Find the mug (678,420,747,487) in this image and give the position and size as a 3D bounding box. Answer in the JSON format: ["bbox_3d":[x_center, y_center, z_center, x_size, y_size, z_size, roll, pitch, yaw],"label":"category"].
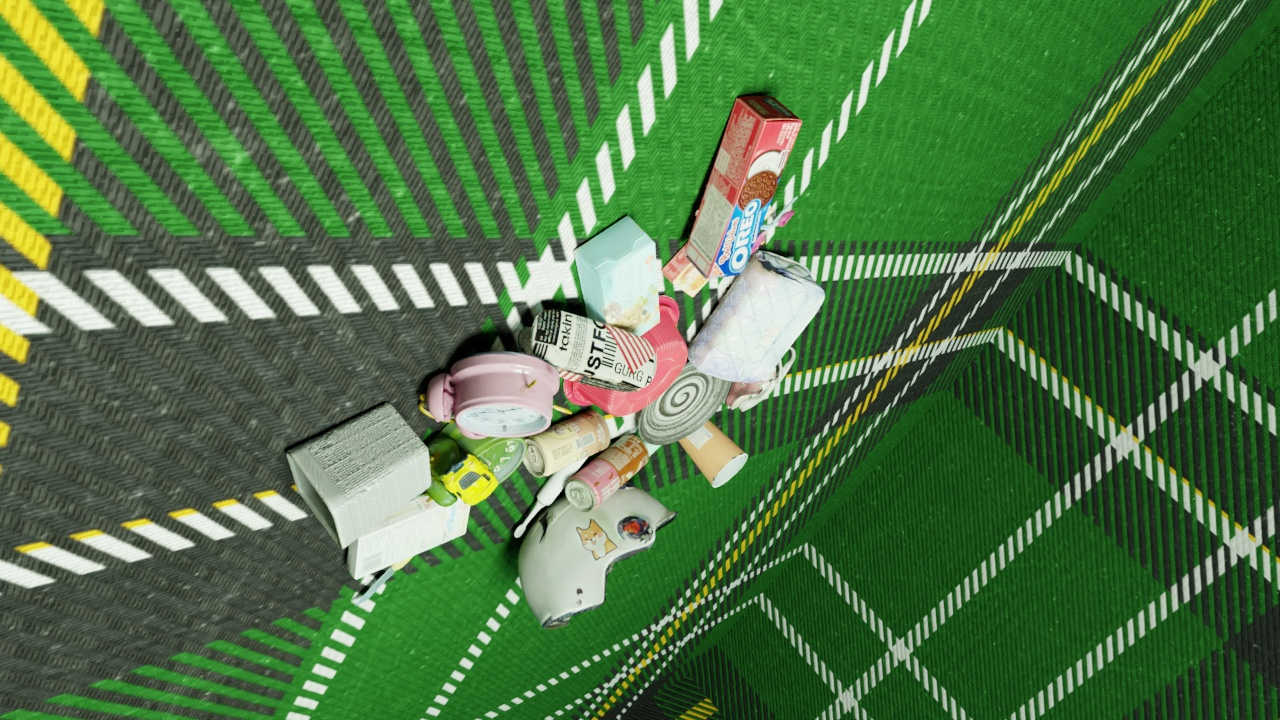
[{"bbox_3d":[0.110,0.142,1.537,0.078,0.123,0.078,-35,156,-19],"label":"mug"}]

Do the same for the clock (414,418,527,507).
[{"bbox_3d":[-0.206,0.116,1.093,0.160,0.056,0.116,-26,151,-31],"label":"clock"}]

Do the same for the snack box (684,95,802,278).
[{"bbox_3d":[0.111,-0.190,1.032,0.057,0.058,0.208,-11,137,-32],"label":"snack box"}]

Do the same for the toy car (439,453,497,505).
[{"bbox_3d":[-0.191,0.140,1.046,0.048,0.032,0.105,-39,157,-8],"label":"toy car"}]

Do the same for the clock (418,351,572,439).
[{"bbox_3d":[-0.163,0.043,0.987,0.159,0.059,0.117,-9,155,19],"label":"clock"}]

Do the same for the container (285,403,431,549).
[{"bbox_3d":[-0.282,0.113,0.936,0.114,0.090,0.090,-33,155,-29],"label":"container"}]

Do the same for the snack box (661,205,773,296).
[{"bbox_3d":[0.097,-0.150,1.147,0.153,0.025,0.075,-46,156,9],"label":"snack box"}]

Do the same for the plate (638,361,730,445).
[{"bbox_3d":[0.067,0.060,1.435,0.179,0.024,0.180,-25,141,-22],"label":"plate"}]

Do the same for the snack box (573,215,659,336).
[{"bbox_3d":[-0.023,-0.082,1.045,0.074,0.051,0.175,-35,156,-14],"label":"snack box"}]

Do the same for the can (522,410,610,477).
[{"bbox_3d":[-0.100,0.112,1.244,0.116,0.058,0.059,-22,149,-38],"label":"can"}]

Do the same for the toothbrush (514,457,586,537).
[{"bbox_3d":[-0.128,0.187,1.366,0.221,0.027,0.026,-53,177,22],"label":"toothbrush"}]

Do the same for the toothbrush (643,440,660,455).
[{"bbox_3d":[0.024,0.133,1.508,0.224,0.026,0.027,-44,-174,2],"label":"toothbrush"}]

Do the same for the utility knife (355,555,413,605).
[{"bbox_3d":[-0.301,0.250,1.218,0.220,0.022,0.031,-51,155,3],"label":"utility knife"}]

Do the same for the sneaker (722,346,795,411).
[{"bbox_3d":[0.191,0.009,1.481,0.118,0.088,0.242,-28,152,-30],"label":"sneaker"}]

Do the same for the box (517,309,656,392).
[{"bbox_3d":[-0.065,-0.001,1.040,0.163,0.075,0.083,16,159,-34],"label":"box"}]

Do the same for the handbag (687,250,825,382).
[{"bbox_3d":[0.168,-0.058,1.323,0.134,0.075,0.194,15,122,-31],"label":"handbag"}]

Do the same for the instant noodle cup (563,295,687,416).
[{"bbox_3d":[-0.007,0.007,1.204,0.193,0.066,0.194,-33,154,-18],"label":"instant noodle cup"}]

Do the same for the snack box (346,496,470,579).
[{"bbox_3d":[-0.288,0.211,1.148,0.156,0.027,0.085,-20,143,-37],"label":"snack box"}]

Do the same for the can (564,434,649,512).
[{"bbox_3d":[-0.048,0.168,1.382,0.146,0.058,0.058,-36,159,-46],"label":"can"}]

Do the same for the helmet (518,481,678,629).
[{"bbox_3d":[-0.086,0.280,1.427,0.273,0.157,0.231,-43,177,-28],"label":"helmet"}]

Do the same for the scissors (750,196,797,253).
[{"bbox_3d":[0.173,-0.177,1.197,0.130,0.017,0.134,-35,172,-36],"label":"scissors"}]
